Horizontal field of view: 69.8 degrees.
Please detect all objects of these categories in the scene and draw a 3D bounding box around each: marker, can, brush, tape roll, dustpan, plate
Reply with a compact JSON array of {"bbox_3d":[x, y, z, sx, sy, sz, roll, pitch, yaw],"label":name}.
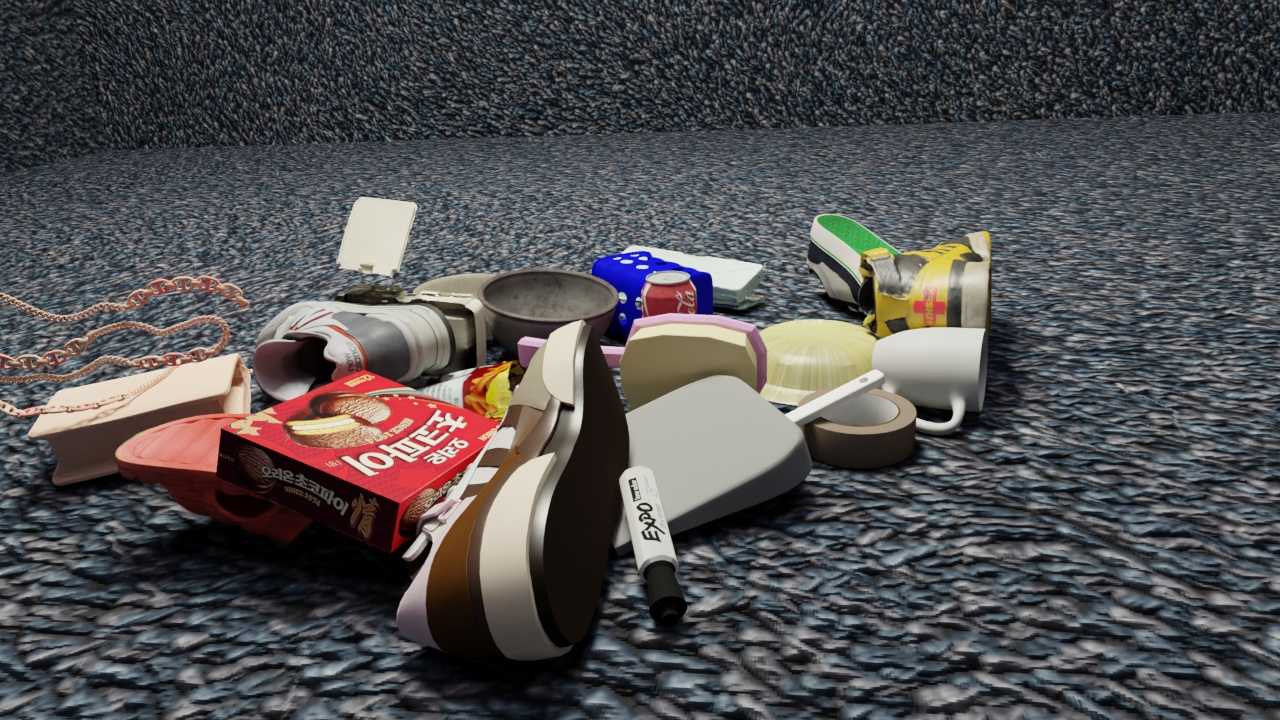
[{"bbox_3d":[0.007,0.115,0.580,0.025,0.025,0.125,-6,34,-7],"label":"marker"},{"bbox_3d":[0.029,-0.036,0.900,0.054,0.097,0.054,-3,21,1],"label":"can"},{"bbox_3d":[-0.005,0.005,0.810,0.229,0.089,0.043,3,27,13],"label":"brush"},{"bbox_3d":[0.174,0.053,0.742,0.094,0.030,0.093,-3,21,1],"label":"tape roll"},{"bbox_3d":[0.073,0.057,0.704,0.257,0.033,0.163,-26,26,-9],"label":"dustpan"},{"bbox_3d":[0.172,-0.009,0.895,0.184,0.036,0.184,-3,21,1],"label":"plate"}]

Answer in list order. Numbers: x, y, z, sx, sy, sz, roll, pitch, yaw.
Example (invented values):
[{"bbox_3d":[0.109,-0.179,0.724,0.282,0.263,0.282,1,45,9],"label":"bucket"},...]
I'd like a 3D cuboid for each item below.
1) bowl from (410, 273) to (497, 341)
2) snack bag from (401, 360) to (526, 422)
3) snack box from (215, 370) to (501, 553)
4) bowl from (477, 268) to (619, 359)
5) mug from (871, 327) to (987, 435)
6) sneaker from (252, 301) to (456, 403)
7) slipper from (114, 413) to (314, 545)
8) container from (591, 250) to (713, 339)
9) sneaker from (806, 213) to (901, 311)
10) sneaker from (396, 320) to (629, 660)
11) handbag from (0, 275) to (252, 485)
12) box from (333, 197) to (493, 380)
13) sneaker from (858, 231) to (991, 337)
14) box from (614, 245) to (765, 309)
[{"bbox_3d":[-0.196,-0.055,1.034,0.115,0.059,0.115,-3,21,1],"label":"bowl"},{"bbox_3d":[-0.205,0.039,0.794,0.208,0.067,0.138,-5,16,1],"label":"snack bag"},{"bbox_3d":[-0.185,0.063,0.640,0.133,0.036,0.151,19,19,14],"label":"snack box"},{"bbox_3d":[-0.097,-0.041,0.959,0.145,0.067,0.144,3,26,-2],"label":"bowl"},{"bbox_3d":[0.245,0.019,0.787,0.089,0.071,0.107,4,49,26],"label":"mug"},{"bbox_3d":[-0.288,-0.005,0.802,0.240,0.089,0.124,-6,10,31],"label":"sneaker"},{"bbox_3d":[-0.241,0.093,0.662,0.248,0.059,0.103,10,19,-9],"label":"slipper"},{"bbox_3d":[0.013,-0.065,1.000,0.085,0.084,0.114,-16,26,-33],"label":"container"},{"bbox_3d":[0.265,-0.077,1.031,0.084,0.079,0.235,-6,37,-25],"label":"sneaker"},{"bbox_3d":[-0.083,0.080,0.611,0.116,0.112,0.293,-12,32,13],"label":"sneaker"},{"bbox_3d":[-0.416,-0.008,0.765,0.198,0.187,0.116,-13,30,-12],"label":"handbag"},{"bbox_3d":[-0.215,-0.062,0.885,0.143,0.182,0.080,7,21,7],"label":"box"},{"bbox_3d":[0.283,-0.076,0.907,0.122,0.086,0.238,2,15,19],"label":"sneaker"},{"bbox_3d":[0.052,-0.100,1.128,0.199,0.072,0.085,12,7,31],"label":"box"}]
